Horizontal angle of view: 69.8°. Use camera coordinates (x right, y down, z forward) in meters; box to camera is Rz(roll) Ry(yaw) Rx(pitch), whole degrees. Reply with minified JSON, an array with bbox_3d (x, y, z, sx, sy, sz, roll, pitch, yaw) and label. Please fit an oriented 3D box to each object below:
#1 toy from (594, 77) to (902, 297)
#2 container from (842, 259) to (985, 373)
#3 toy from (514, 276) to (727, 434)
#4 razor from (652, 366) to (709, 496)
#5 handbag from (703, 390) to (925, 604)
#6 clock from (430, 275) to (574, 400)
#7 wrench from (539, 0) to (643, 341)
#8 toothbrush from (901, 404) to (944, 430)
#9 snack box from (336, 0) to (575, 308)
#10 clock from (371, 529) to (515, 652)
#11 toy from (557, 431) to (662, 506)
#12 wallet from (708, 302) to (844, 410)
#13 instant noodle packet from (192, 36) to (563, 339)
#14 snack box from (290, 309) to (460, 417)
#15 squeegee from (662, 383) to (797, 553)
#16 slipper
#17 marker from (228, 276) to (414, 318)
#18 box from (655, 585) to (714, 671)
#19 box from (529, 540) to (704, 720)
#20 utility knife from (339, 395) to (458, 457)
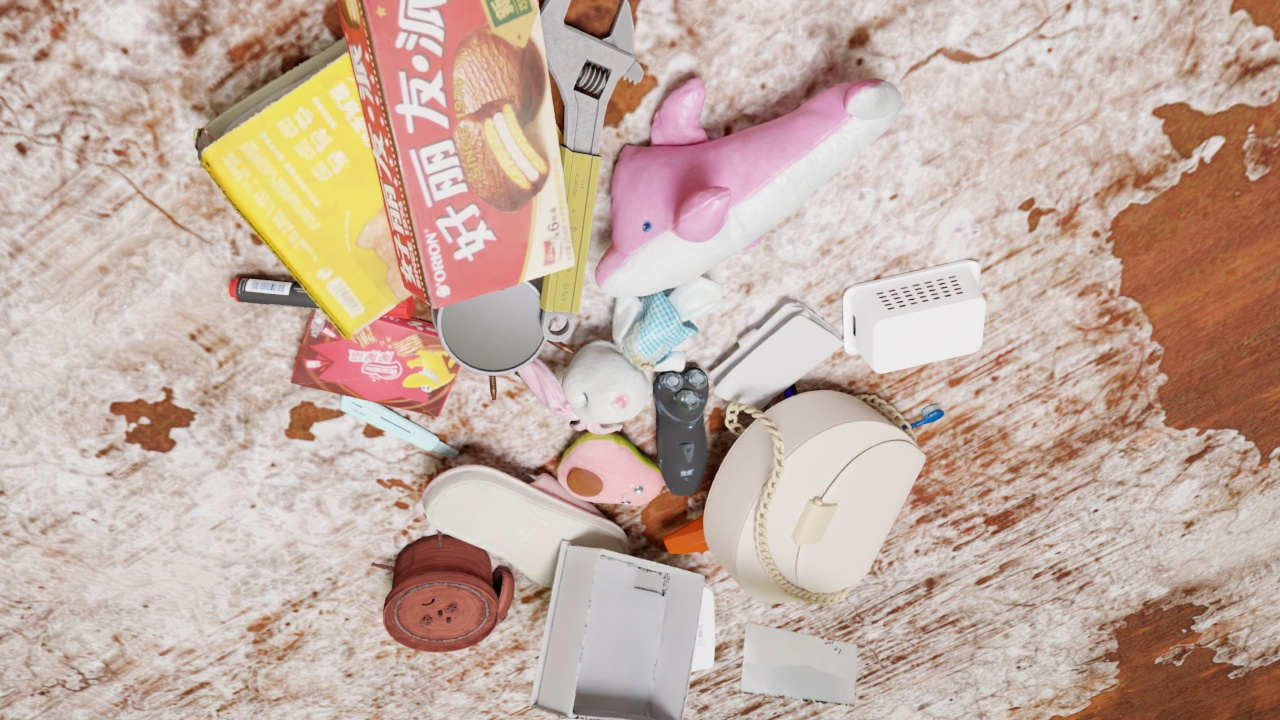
[{"bbox_3d":[0.063,-0.149,0.694,0.266,0.186,0.128,-30,87,15],"label":"toy"},{"bbox_3d":[0.256,-0.036,0.845,0.129,0.049,0.081,-13,130,0],"label":"container"},{"bbox_3d":[-0.005,0.005,0.791,0.206,0.105,0.131,-37,122,19],"label":"toy"},{"bbox_3d":[0.042,0.073,0.878,0.053,0.063,0.141,-7,118,-6],"label":"razor"},{"bbox_3d":[0.164,0.132,0.902,0.208,0.103,0.211,7,114,-34],"label":"handbag"},{"bbox_3d":[-0.129,-0.049,0.757,0.104,0.056,0.148,-31,115,4],"label":"clock"},{"bbox_3d":[-0.051,-0.140,0.690,0.083,0.018,0.274,1,115,-21],"label":"wrench"},{"bbox_3d":[0.253,0.080,0.962,0.135,0.017,0.021,-28,124,15],"label":"toothbrush"},{"bbox_3d":[-0.120,-0.164,0.606,0.113,0.060,0.237,-20,117,-26],"label":"snack box"},{"bbox_3d":[-0.202,0.253,0.978,0.121,0.072,0.158,-28,127,12],"label":"clock"},{"bbox_3d":[-0.026,0.109,0.908,0.110,0.051,0.090,20,127,-29],"label":"toy"},{"bbox_3d":[0.125,-0.002,0.863,0.116,0.032,0.086,-40,135,19],"label":"wallet"},{"bbox_3d":[-0.171,-0.148,0.655,0.221,0.084,0.163,-36,125,-8],"label":"instant noodle packet"},{"bbox_3d":[-0.226,-0.002,0.800,0.133,0.021,0.089,15,123,-22],"label":"snack box"},{"bbox_3d":[0.111,0.158,0.970,0.185,0.055,0.250,-25,129,-1],"label":"squeegee"},{"bbox_3d":[-0.110,0.165,0.934,0.114,0.054,0.274,-37,136,13],"label":"slipper"},{"bbox_3d":[-0.256,-0.052,0.736,0.145,0.021,0.023,6,106,2],"label":"marker"},{"bbox_3d":[0.021,0.317,1.081,0.108,0.137,0.124,0,87,-9],"label":"box"},{"bbox_3d":[0.013,0.350,0.862,0.166,0.368,0.150,23,121,-40],"label":"box"},{"bbox_3d":[-0.225,0.062,0.858,0.129,0.015,0.022,34,84,-33],"label":"utility knife"}]
